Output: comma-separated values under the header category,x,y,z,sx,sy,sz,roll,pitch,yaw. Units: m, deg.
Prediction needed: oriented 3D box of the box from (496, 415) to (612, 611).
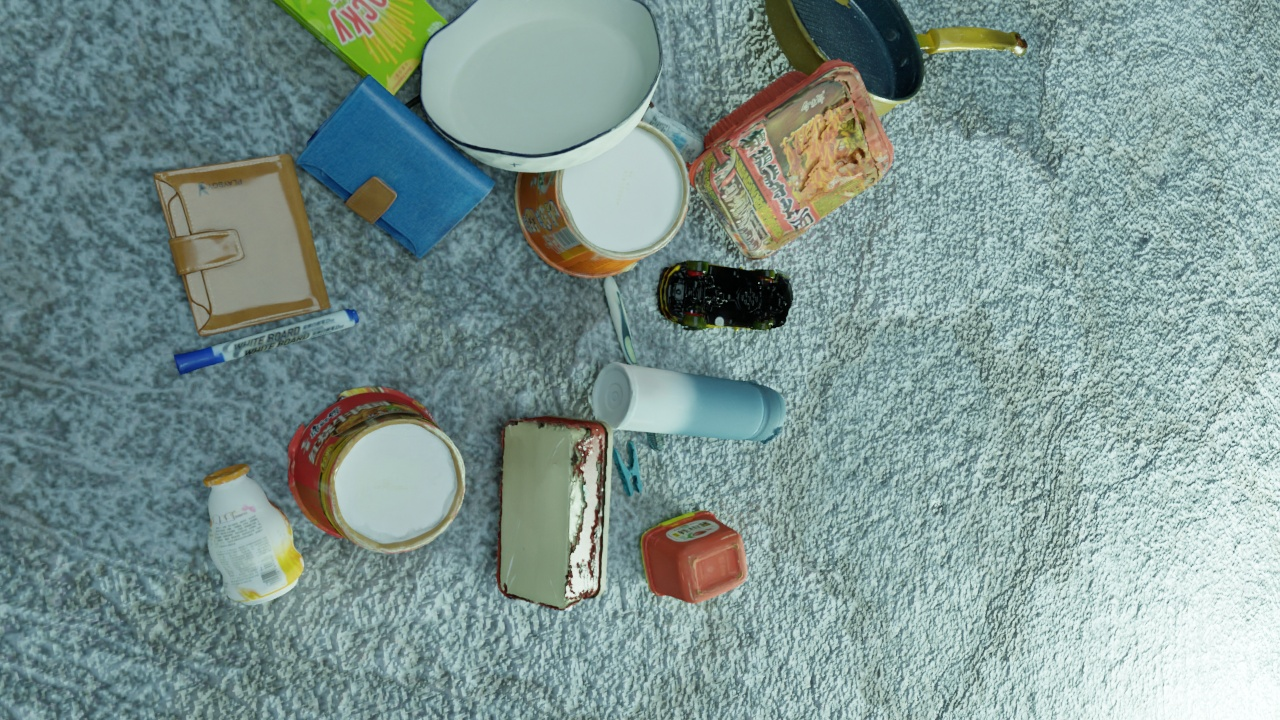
category,x,y,z,sx,sy,sz,roll,pitch,yaw
box,-0.082,0.137,0.839,0.078,0.091,0.168,-4,97,-59

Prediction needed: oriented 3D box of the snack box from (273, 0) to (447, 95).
category,x,y,z,sx,sy,sz,roll,pitch,yaw
snack box,-0.245,-0.303,0.761,0.156,0.026,0.085,41,76,-26

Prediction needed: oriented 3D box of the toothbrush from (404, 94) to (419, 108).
category,x,y,z,sx,sy,sz,roll,pitch,yaw
toothbrush,-0.167,-0.251,0.816,0.185,0.017,0.012,-42,96,-21

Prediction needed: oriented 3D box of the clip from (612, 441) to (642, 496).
category,x,y,z,sx,sy,sz,roll,pitch,yaw
clip,-0.012,0.111,0.933,0.041,0.014,0.056,-21,105,-25

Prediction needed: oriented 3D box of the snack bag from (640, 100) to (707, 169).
category,x,y,z,sx,sy,sz,roll,pitch,yaw
snack bag,0.030,-0.224,0.918,0.105,0.026,0.045,21,123,-30

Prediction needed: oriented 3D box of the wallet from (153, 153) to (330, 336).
category,x,y,z,sx,sy,sz,roll,pitch,yaw
wallet,-0.318,-0.094,0.737,0.107,0.031,0.132,-16,101,-29

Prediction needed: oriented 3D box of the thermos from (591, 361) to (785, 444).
category,x,y,z,sx,sy,sz,roll,pitch,yaw
thermos,0.056,0.045,0.924,0.220,0.070,0.070,8,90,-38

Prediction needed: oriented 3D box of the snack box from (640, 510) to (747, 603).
category,x,y,z,sx,sy,sz,roll,pitch,yaw
snack box,0.058,0.205,0.941,0.091,0.080,0.082,-15,102,-27

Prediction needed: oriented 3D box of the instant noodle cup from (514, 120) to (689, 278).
category,x,y,z,sx,sy,sz,roll,pitch,yaw
instant noodle cup,-0.030,-0.150,0.830,0.151,0.111,0.151,-1,95,-18

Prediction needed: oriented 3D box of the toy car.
category,x,y,z,sx,sy,sz,roll,pitch,yaw
toy car,0.091,-0.065,0.958,0.155,0.041,0.071,2,94,-27

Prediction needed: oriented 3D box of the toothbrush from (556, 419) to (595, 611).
category,x,y,z,sx,sy,sz,roll,pitch,yaw
toothbrush,-0.060,0.152,0.908,0.029,0.021,0.189,16,84,-67

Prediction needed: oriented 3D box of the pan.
category,x,y,z,sx,sy,sz,roll,pitch,yaw
pan,0.287,-0.352,0.990,0.356,0.078,0.197,-1,69,-36

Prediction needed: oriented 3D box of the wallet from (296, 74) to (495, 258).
category,x,y,z,sx,sy,sz,roll,pitch,yaw
wallet,-0.203,-0.157,0.762,0.133,0.107,0.040,40,34,-24

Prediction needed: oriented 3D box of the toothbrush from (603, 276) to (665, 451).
category,x,y,z,sx,sy,sz,roll,pitch,yaw
toothbrush,-0.005,0.005,0.925,0.016,0.018,0.192,-23,106,-26

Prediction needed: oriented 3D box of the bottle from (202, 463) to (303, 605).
category,x,y,z,sx,sy,sz,roll,pitch,yaw
bottle,-0.315,0.139,0.738,0.063,0.063,0.108,-21,105,-26

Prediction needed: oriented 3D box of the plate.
category,x,y,z,sx,sy,sz,roll,pitch,yaw
plate,-0.081,-0.237,0.767,0.204,0.205,0.046,-47,155,-17

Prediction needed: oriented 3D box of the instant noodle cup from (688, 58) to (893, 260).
category,x,y,z,sx,sy,sz,roll,pitch,yaw
instant noodle cup,0.146,-0.206,0.915,0.189,0.079,0.164,-33,139,10

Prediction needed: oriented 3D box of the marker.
category,x,y,z,sx,sy,sz,roll,pitch,yaw
marker,-0.306,-0.017,0.757,0.145,0.017,0.017,-19,103,-26

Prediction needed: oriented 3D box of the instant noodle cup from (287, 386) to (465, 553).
category,x,y,z,sx,sy,sz,roll,pitch,yaw
instant noodle cup,-0.213,0.096,0.766,0.137,0.109,0.138,-3,96,-29
